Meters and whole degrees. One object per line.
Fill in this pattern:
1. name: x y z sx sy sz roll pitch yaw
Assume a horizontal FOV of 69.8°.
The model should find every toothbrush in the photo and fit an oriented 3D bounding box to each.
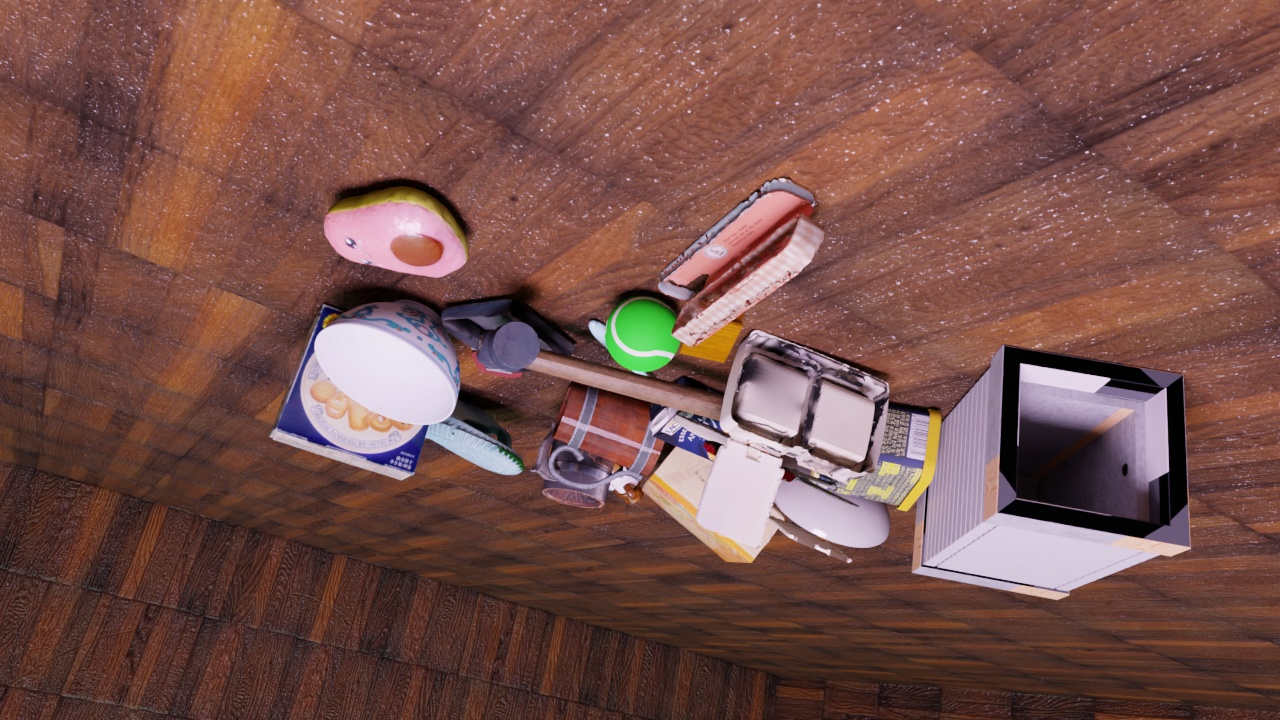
1. toothbrush: -0.006 0.005 0.919 0.016 0.016 0.180 -27 143 14

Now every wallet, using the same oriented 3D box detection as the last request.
1. wallet: -0.125 -0.025 0.892 0.089 0.026 0.115 -3 152 32

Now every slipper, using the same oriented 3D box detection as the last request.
1. slipper: -0.247 0.069 1.127 0.277 0.069 0.116 14 162 36

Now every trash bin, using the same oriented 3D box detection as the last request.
1. trash bin: 0.353 0.112 0.827 0.142 0.142 0.247 10 157 5

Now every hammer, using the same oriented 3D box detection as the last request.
1. hammer: 0.005 0.026 0.862 0.321 0.040 0.129 15 171 -18

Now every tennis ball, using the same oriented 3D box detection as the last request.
1. tennis ball: 0.002 -0.023 0.784 0.065 0.065 0.065 10 157 4

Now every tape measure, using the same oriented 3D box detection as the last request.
1. tape measure: -0.150 0.001 0.973 0.051 0.019 0.059 10 157 6

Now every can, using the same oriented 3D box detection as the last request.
1. can: 0.235 0.094 0.935 0.104 0.075 0.135 11 158 9

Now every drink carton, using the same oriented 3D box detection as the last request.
1. drink carton: 0.077 0.069 0.968 0.130 0.040 0.064 25 125 -28

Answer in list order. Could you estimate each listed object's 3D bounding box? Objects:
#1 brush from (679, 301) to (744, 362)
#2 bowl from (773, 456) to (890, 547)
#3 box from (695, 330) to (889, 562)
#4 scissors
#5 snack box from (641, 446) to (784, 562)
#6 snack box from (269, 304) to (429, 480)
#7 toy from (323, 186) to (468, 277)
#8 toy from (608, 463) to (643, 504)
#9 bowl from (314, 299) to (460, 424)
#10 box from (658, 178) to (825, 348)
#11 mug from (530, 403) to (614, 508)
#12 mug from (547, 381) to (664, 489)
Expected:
1. brush: 0.065 -0.033 0.791 0.048 0.017 0.127 12 157 -1
2. bowl: 0.216 0.145 1.029 0.149 0.149 0.043 16 115 -10
3. box: 0.130 0.081 0.811 0.143 0.180 0.081 22 155 -8
4. scissors: 0.112 0.094 0.885 0.179 0.015 0.198 28 -175 35
5. snack box: 0.083 0.161 1.081 0.145 0.080 0.195 39 169 6
6. snack box: -0.288 0.034 0.955 0.144 0.144 0.043 22 157 -22
7. toy: -0.193 -0.099 0.719 0.110 0.051 0.090 5 155 20
8. toy: -0.039 0.140 1.172 0.112 0.067 0.087 58 169 -27
9. bowl: -0.233 -0.011 0.896 0.144 0.074 0.144 14 142 11
10. box: 0.065 -0.066 0.671 0.067 0.056 0.188 48 150 -2
11. mug: -0.077 0.103 1.063 0.080 0.107 0.115 -6 152 36
12. mug: -0.039 0.088 1.005 0.111 0.117 0.081 19 171 -9
